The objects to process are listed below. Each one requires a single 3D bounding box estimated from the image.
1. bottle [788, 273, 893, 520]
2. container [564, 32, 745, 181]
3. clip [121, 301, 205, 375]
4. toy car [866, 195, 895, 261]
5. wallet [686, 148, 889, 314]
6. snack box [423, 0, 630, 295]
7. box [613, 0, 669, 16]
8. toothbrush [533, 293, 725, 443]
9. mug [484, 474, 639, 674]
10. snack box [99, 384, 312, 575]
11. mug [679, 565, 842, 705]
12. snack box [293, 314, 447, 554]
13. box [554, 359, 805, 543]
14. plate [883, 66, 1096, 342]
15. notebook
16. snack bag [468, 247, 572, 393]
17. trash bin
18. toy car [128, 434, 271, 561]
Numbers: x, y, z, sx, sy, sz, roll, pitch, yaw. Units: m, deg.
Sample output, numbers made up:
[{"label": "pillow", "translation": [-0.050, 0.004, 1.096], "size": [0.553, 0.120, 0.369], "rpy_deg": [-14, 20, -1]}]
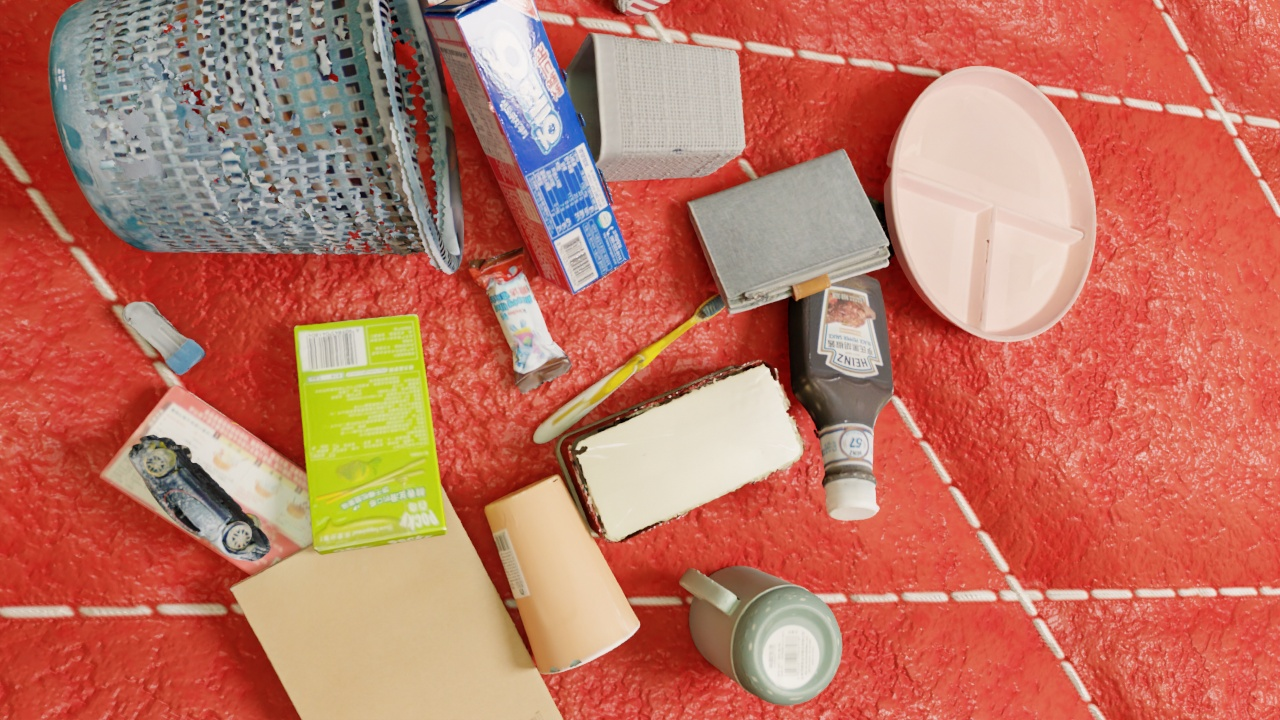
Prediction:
[{"label": "bottle", "translation": [0.153, 0.022, 0.694], "size": [0.079, 0.044, 0.194], "rpy_deg": [11, 62, -17]}, {"label": "container", "translation": [0.010, -0.183, 0.681], "size": [0.114, 0.090, 0.090], "rpy_deg": [-3, 88, -18]}, {"label": "clip", "translation": [-0.322, -0.016, 0.618], "size": [0.025, 0.036, 0.058], "rpy_deg": [-46, 102, -11]}, {"label": "toy car", "translation": [0.162, -0.116, 0.745], "size": [0.106, 0.031, 0.049], "rpy_deg": [21, 80, -9]}, {"label": "wallet", "translation": [0.113, -0.096, 0.705], "size": [0.130, 0.037, 0.106], "rpy_deg": [-19, 69, 0]}, {"label": "snack box", "translation": [-0.072, -0.147, 0.622], "size": [0.057, 0.058, 0.208], "rpy_deg": [-35, 125, -18]}, {"label": "box", "translation": [0.025, -0.346, 0.720], "size": [0.162, 0.076, 0.087], "rpy_deg": [-36, 66, -11]}, {"label": "toothbrush", "translation": [-0.004, 0.004, 0.700], "size": [0.191, 0.018, 0.016], "rpy_deg": [-37, 94, -14]}, {"label": "mug", "translation": [-0.061, 0.148, 0.650], "size": [0.078, 0.078, 0.122], "rpy_deg": [-24, 88, -15]}, {"label": "snack box", "translation": [-0.272, 0.090, 0.620], "size": [0.153, 0.025, 0.075], "rpy_deg": [37, 77, -10]}, {"label": "mug", "translation": [0.080, 0.190, 0.665], "size": [0.111, 0.106, 0.082], "rpy_deg": [39, 79, -9]}, {"label": "snack box", "translation": [-0.184, 0.048, 0.624], "size": [0.085, 0.026, 0.156], "rpy_deg": [-8, 73, -14]}, {"label": "box", "translation": [0.032, 0.067, 0.675], "size": [0.168, 0.078, 0.091], "rpy_deg": [-22, 92, -15]}, {"label": "plate", "translation": [0.292, -0.129, 0.766], "size": [0.229, 0.028, 0.229], "rpy_deg": [2, 86, -25]}, {"label": "notebook", "translation": [-0.157, 0.208, 0.625], "size": [0.149, 0.012, 0.211], "rpy_deg": [-28, 95, -18]}, {"label": "snack bag", "translation": [-0.089, -0.031, 0.676], "size": [0.045, 0.026, 0.105], "rpy_deg": [-24, 95, -18]}, {"label": "trash bin", "translation": [-0.227, -0.154, 0.566], "size": [0.195, 0.226, 0.226], "rpy_deg": [-8, 88, -2]}, {"label": "toy car", "translation": [-0.278, 0.090, 0.578], "size": [0.031, 0.049, 0.105], "rpy_deg": [-44, 98, -10]}]
